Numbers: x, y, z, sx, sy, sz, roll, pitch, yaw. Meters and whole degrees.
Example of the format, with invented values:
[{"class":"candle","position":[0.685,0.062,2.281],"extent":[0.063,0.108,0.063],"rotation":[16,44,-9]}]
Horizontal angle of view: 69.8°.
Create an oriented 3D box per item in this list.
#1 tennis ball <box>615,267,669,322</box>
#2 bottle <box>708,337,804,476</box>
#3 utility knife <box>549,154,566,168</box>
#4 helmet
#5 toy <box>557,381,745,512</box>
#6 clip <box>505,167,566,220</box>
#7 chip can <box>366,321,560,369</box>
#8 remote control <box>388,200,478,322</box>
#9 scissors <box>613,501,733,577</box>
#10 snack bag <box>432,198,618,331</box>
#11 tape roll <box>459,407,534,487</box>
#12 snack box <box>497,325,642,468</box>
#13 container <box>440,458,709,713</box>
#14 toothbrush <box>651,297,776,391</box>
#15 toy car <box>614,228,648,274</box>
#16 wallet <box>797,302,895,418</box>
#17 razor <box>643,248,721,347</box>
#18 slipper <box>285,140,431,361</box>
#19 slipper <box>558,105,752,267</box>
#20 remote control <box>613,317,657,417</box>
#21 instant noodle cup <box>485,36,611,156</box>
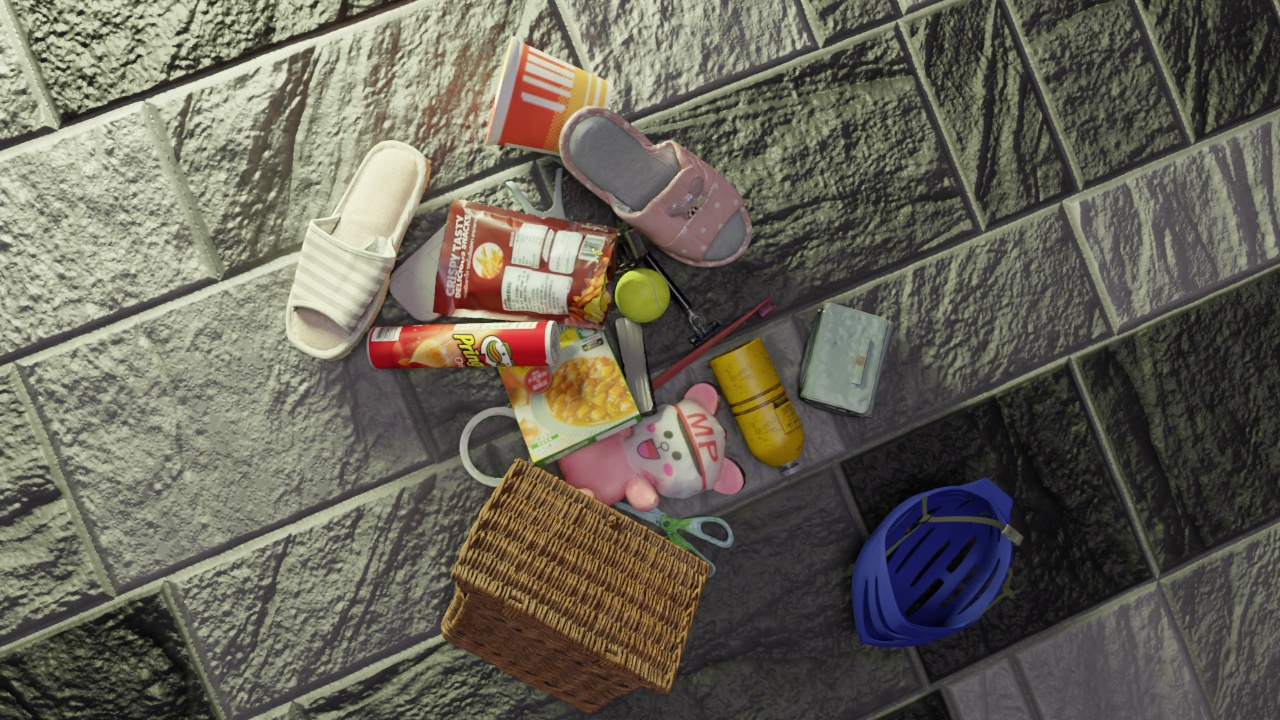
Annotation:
[{"class":"tennis ball","position":[0.002,-0.078,1.095],"extent":[0.065,0.065,0.065],"rotation":[0,89,-7]},{"class":"bottle","position":[0.148,0.061,1.106],"extent":[0.071,0.071,0.164],"rotation":[-26,92,-7]},{"class":"utility knife","position":[-0.029,-0.204,1.120],"extent":[0.185,0.015,0.031],"rotation":[31,81,-4]},{"class":"helmet","position":[0.345,0.237,1.047],"extent":[0.148,0.228,0.241],"rotation":[41,83,5]},{"class":"toy","position":[0.007,0.111,1.078],"extent":[0.213,0.084,0.141],"rotation":[-16,64,-4]},{"class":"clip","position":[-0.123,-0.141,1.101],"extent":[0.115,0.028,0.163],"rotation":[-15,90,-8]},{"class":"chip can","position":[-0.202,-0.017,1.051],"extent":[0.215,0.051,0.052],"rotation":[-1,89,8]},{"class":"remote control","position":[-0.227,-0.115,1.093],"extent":[0.151,0.019,0.074],"rotation":[-44,94,-6]},{"class":"scissors","position":[0.026,0.205,1.118],"extent":[0.175,0.032,0.093],"rotation":[25,88,-1]},{"class":"snack bag","position":[-0.134,-0.107,1.056],"extent":[0.208,0.066,0.139],"rotation":[9,93,6]},{"class":"tape roll","position":[-0.168,0.103,1.096],"extent":[0.094,0.018,0.094],"rotation":[0,88,-7]},{"class":"snack box","position":[-0.089,0.022,1.062],"extent":[0.132,0.027,0.168],"rotation":[-25,65,0]},{"class":"container","position":[-0.088,0.264,1.007],"extent":[0.250,0.184,0.161],"rotation":[30,47,-5]},{"class":"toothbrush","position":[0.088,-0.018,1.122],"extent":[0.189,0.016,0.016],"rotation":[-35,77,-7]},{"class":"toy car","position":[-0.014,-0.130,1.082],"extent":[0.037,0.092,0.040],"rotation":[-25,92,-17]},{"class":"wallet","position":[0.255,0.000,1.132],"extent":[0.100,0.054,0.131],"rotation":[14,82,-7]},{"class":"razor","position":[0.041,-0.084,1.121],"extent":[0.042,0.022,0.144],"rotation":[-38,93,-7]},{"class":"slipper","position":[-0.327,-0.132,1.058],"extent":[0.114,0.054,0.272],"rotation":[20,82,12]},{"class":"slipper","position":[0.025,-0.194,1.062],"extent":[0.274,0.054,0.114],"rotation":[30,101,-27]},{"class":"remote control","position":[-0.006,0.006,1.087],"extent":[0.033,0.013,0.136],"rotation":[-8,58,-4]},{"class":"instant noodle cup","position":[-0.106,-0.295,1.066],"extent":[0.121,0.123,0.123],"rotation":[14,87,-14]}]
